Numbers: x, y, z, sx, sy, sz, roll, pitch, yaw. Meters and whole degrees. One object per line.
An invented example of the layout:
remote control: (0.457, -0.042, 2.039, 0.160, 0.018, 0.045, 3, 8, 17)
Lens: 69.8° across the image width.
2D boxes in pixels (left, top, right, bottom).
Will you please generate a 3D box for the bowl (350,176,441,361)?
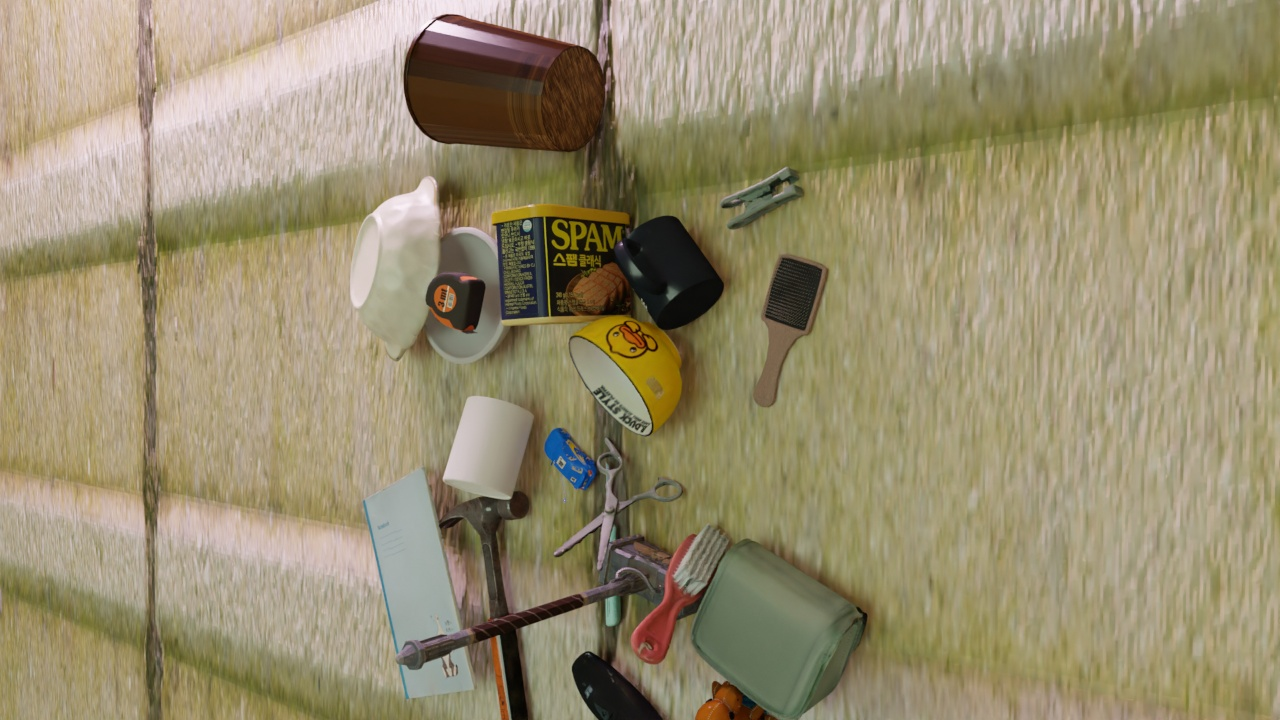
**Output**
bowl: (-0.289, -0.108, 1.051, 0.188, 0.060, 0.219, 36, 114, 56)

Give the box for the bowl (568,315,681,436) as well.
bowl: (-0.005, 0.005, 0.853, 0.117, 0.067, 0.117, 43, 158, 21)

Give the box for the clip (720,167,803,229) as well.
clip: (0.105, -0.142, 0.806, 0.076, 0.023, 0.042, -24, 74, 34)

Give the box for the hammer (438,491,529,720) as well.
hammer: (-0.160, 0.307, 1.013, 0.138, 0.034, 0.314, -13, 83, 38)

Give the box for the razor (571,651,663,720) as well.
razor: (-0.022, 0.344, 0.886, 0.140, 0.063, 0.053, 43, 114, 28)

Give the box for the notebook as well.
notebook: (-0.267, 0.269, 1.088, 0.182, 0.009, 0.253, -29, 73, 47)

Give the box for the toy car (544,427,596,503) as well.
toy car: (-0.082, 0.108, 0.930, 0.092, 0.061, 0.033, 44, 116, 29)

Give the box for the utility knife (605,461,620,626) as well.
utility knife: (-0.029, 0.185, 0.922, 0.022, 0.015, 0.165, 175, 94, -69)

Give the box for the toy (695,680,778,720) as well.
toy: (0.069, 0.330, 0.793, 0.071, 0.090, 0.103, 22, 83, 35)

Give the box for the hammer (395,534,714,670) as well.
hammer: (-0.067, 0.203, 0.756, 0.099, 0.321, 0.044, 16, 100, 37)

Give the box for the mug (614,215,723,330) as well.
mug: (0.017, -0.080, 0.823, 0.071, 0.105, 0.077, -43, 66, 24)

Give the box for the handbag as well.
handbag: (0.117, 0.225, 0.773, 0.122, 0.067, 0.106, 30, 109, 34)

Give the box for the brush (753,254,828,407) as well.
brush: (0.121, -0.023, 0.799, 0.050, 0.015, 0.136, 23, 105, 35)

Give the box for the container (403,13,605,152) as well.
container: (-0.132, -0.274, 0.929, 0.167, 0.132, 0.132, 18, 102, 30)

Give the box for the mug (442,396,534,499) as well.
mug: (-0.164, 0.097, 0.982, 0.111, 0.073, 0.090, 138, 148, -69)

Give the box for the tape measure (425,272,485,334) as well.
tape measure: (-0.195, -0.064, 0.977, 0.059, 0.038, 0.058, 17, 102, 23)

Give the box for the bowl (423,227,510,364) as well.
bowl: (-0.183, -0.071, 1.018, 0.150, 0.043, 0.149, 0, 91, 39)

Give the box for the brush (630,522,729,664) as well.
brush: (0.037, 0.192, 0.776, 0.041, 0.171, 0.030, 38, 120, 4)

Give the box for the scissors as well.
scissors: (-0.033, 0.131, 0.861, 0.158, 0.141, 0.014, 48, 147, 46)

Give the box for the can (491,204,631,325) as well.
can: (-0.071, -0.088, 0.874, 0.075, 0.135, 0.104, -2, 92, 38)
